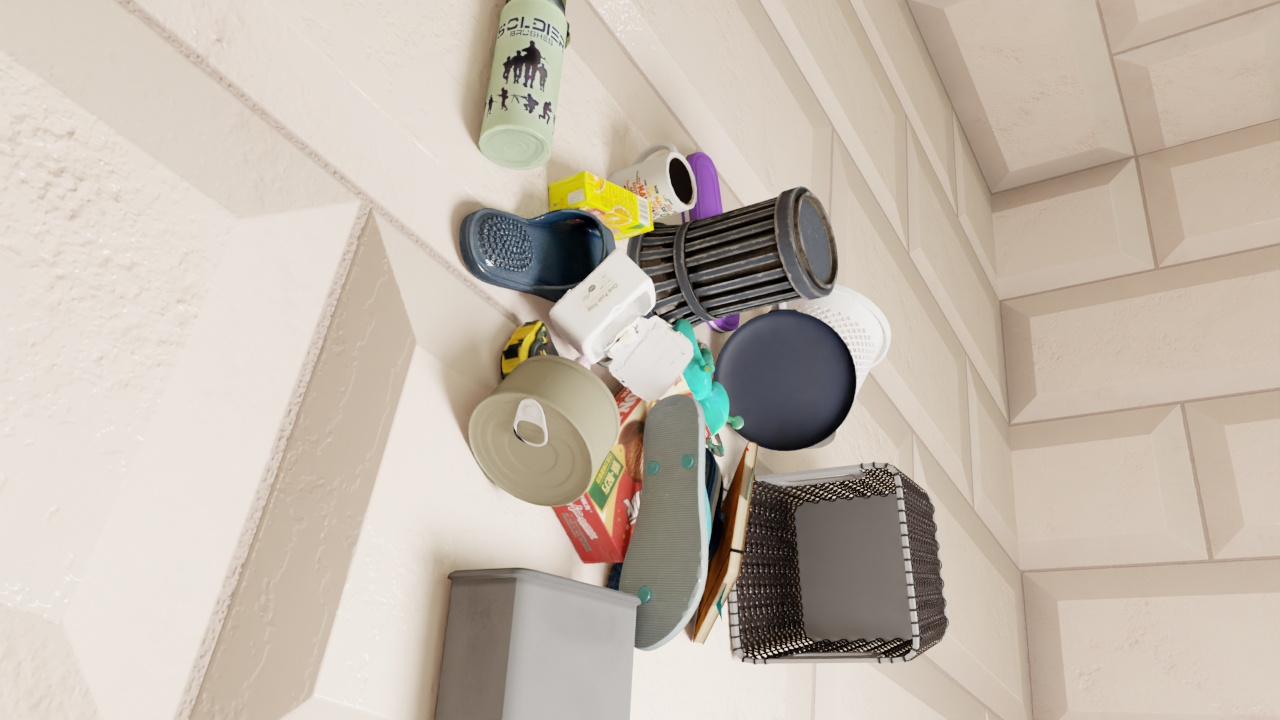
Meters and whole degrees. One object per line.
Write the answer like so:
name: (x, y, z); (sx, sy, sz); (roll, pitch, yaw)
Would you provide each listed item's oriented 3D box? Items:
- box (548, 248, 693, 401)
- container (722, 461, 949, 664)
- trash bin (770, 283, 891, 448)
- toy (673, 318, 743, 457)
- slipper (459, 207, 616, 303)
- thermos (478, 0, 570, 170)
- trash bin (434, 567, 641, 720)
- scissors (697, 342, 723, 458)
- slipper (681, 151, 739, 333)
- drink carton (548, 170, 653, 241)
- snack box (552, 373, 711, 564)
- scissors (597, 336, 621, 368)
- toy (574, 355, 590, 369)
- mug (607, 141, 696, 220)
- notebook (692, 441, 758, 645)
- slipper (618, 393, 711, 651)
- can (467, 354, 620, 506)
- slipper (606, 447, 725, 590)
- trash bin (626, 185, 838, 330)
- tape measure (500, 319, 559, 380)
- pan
box: (-0.010, -0.024, 0.990); (0.137, 0.108, 0.128); (46, -8, 14)
container: (0.284, 0.289, 1.286); (0.243, 0.248, 0.245); (22, 61, -57)
trash bin: (0.265, 0.018, 1.419); (0.195, 0.196, 0.199); (54, 48, -33)
toy: (0.078, 0.039, 1.182); (0.130, 0.072, 0.193); (-54, 133, -36)
slipper: (-0.081, -0.115, 0.991); (0.263, 0.083, 0.101); (0, 82, -57)
thermos: (-0.120, -0.322, 0.999); (0.082, 0.082, 0.231); (35, 51, -48)
trash bin: (-0.091, 0.311, 0.817); (0.191, 0.098, 0.219); (31, 55, -50)
scissors: (0.088, 0.047, 1.269); (0.158, 0.013, 0.161); (46, 45, -40)
slipper: (0.125, -0.179, 1.337); (0.107, 0.084, 0.266); (-1, 81, -58)
drink carton: (-0.046, -0.180, 1.089); (0.134, 0.059, 0.043); (13, 69, -55)
snack box: (-0.009, 0.109, 1.033); (0.235, 0.060, 0.113); (-49, 121, -47)
scissors: (-0.005, 0.002, 1.131); (0.156, 0.019, 0.124); (-50, 120, -50)
toy: (-0.072, 0.052, 0.965); (0.064, 0.047, 0.110); (104, -4, -75)
mug: (0.016, -0.231, 1.174); (0.073, 0.090, 0.105); (32, 53, -49)
notebook: (0.099, 0.225, 1.081); (0.250, 0.014, 0.178); (101, 2, -54)
slipper: (0.040, 0.165, 0.952); (0.054, 0.098, 0.268); (31, 59, -45)
can: (-0.089, 0.066, 0.870); (0.128, 0.128, 0.073); (65, 32, -21)
slipper: (0.046, 0.209, 1.060); (0.095, 0.105, 0.252); (60, 37, -33)
trash bin: (0.123, -0.127, 1.177); (0.164, 0.228, 0.164); (26, 59, -52)
tape measure: (-0.112, 0.005, 0.938); (0.071, 0.042, 0.072); (70, 27, -24)
pan: (0.202, -0.050, 1.298); (0.021, 0.199, 0.356); (-14, 102, -82)
